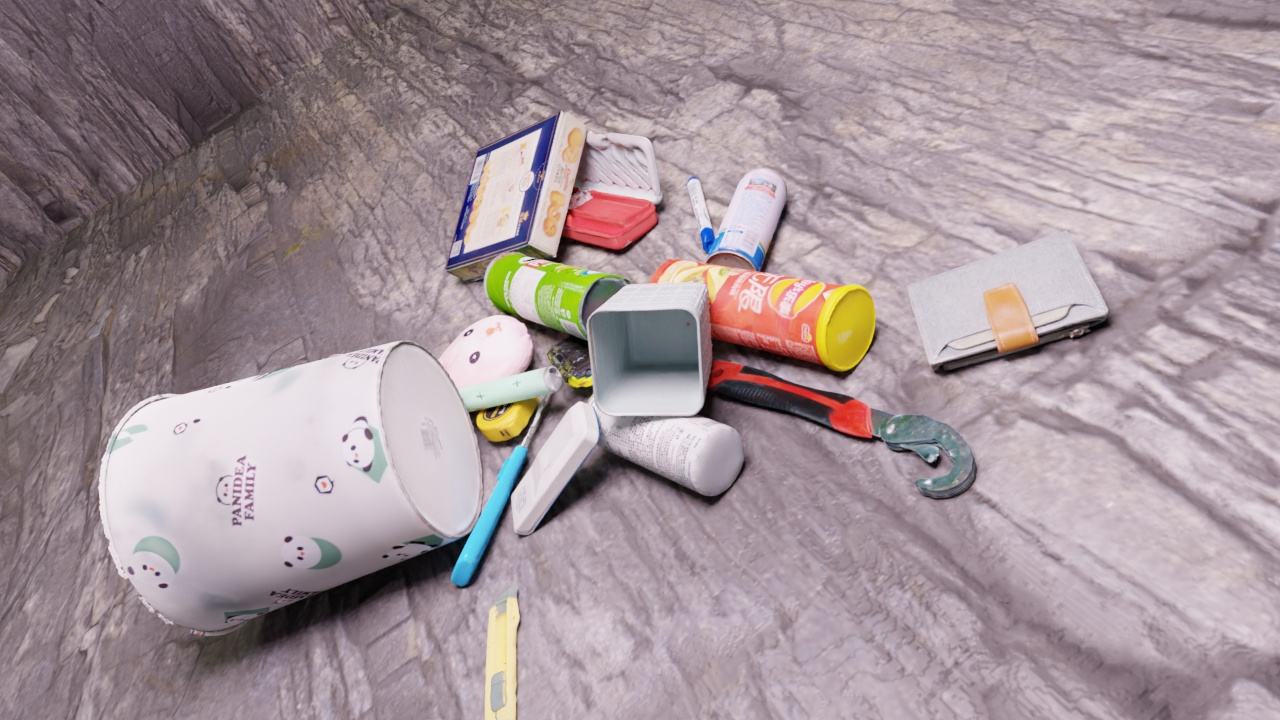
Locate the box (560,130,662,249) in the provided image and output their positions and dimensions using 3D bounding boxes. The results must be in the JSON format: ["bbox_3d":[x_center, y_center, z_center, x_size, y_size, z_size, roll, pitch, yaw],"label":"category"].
[{"bbox_3d":[-0.064,-0.212,1.103,0.110,0.100,0.202,-38,35,-24],"label":"box"}]

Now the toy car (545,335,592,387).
[{"bbox_3d":[-0.061,0.001,0.920,0.048,0.032,0.105,-31,25,-7],"label":"toy car"}]

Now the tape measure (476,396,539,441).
[{"bbox_3d":[-0.132,0.057,0.911,0.057,0.029,0.059,-12,34,29],"label":"tape measure"}]

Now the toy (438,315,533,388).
[{"bbox_3d":[-0.184,0.014,0.983,0.159,0.054,0.121,-39,36,6],"label":"toy"}]

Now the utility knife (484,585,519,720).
[{"bbox_3d":[-0.102,0.253,0.683,0.031,0.021,0.201,-30,41,15],"label":"utility knife"}]

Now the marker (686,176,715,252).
[{"bbox_3d":[0.068,-0.165,1.023,0.017,0.017,0.145,-24,37,13],"label":"marker"}]

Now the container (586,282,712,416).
[{"bbox_3d":[0.014,-0.015,0.769,0.090,0.090,0.111,-1,19,11],"label":"container"}]

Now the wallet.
[{"bbox_3d":[0.280,-0.046,0.713,0.130,0.037,0.106,-19,38,19],"label":"wallet"}]

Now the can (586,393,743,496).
[{"bbox_3d":[0.016,0.064,0.768,0.147,0.058,0.058,18,60,47],"label":"can"}]

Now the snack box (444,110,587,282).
[{"bbox_3d":[-0.156,-0.198,1.129,0.183,0.045,0.177,-7,65,45],"label":"snack box"}]

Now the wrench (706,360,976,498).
[{"bbox_3d":[0.145,0.042,0.732,0.056,0.016,0.274,-46,39,-17],"label":"wrench"}]

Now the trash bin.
[{"bbox_3d":[-0.296,0.105,0.833,0.252,0.230,0.229,-18,39,11],"label":"trash bin"}]

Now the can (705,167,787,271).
[{"bbox_3d":[0.109,-0.134,0.926,0.053,0.053,0.134,-4,45,33],"label":"can"}]

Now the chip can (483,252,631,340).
[{"bbox_3d":[-0.087,-0.067,0.954,0.072,0.072,0.236,-45,30,-15],"label":"chip can"}]

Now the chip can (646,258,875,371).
[{"bbox_3d":[0.100,-0.045,0.818,0.217,0.073,0.073,15,57,46],"label":"chip can"}]

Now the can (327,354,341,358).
[{"bbox_3d":[-0.353,0.045,1.058,0.067,0.066,0.093,-15,40,24],"label":"can"}]

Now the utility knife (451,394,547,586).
[{"bbox_3d":[-0.120,0.102,0.854,0.018,0.034,0.233,23,50,-1],"label":"utility knife"}]

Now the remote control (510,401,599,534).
[{"bbox_3d":[-0.076,0.092,0.791,0.125,0.024,0.049,-55,28,25],"label":"remote control"}]

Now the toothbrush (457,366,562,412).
[{"bbox_3d":[-0.175,0.040,0.917,0.225,0.027,0.026,-13,1,28],"label":"toothbrush"}]
